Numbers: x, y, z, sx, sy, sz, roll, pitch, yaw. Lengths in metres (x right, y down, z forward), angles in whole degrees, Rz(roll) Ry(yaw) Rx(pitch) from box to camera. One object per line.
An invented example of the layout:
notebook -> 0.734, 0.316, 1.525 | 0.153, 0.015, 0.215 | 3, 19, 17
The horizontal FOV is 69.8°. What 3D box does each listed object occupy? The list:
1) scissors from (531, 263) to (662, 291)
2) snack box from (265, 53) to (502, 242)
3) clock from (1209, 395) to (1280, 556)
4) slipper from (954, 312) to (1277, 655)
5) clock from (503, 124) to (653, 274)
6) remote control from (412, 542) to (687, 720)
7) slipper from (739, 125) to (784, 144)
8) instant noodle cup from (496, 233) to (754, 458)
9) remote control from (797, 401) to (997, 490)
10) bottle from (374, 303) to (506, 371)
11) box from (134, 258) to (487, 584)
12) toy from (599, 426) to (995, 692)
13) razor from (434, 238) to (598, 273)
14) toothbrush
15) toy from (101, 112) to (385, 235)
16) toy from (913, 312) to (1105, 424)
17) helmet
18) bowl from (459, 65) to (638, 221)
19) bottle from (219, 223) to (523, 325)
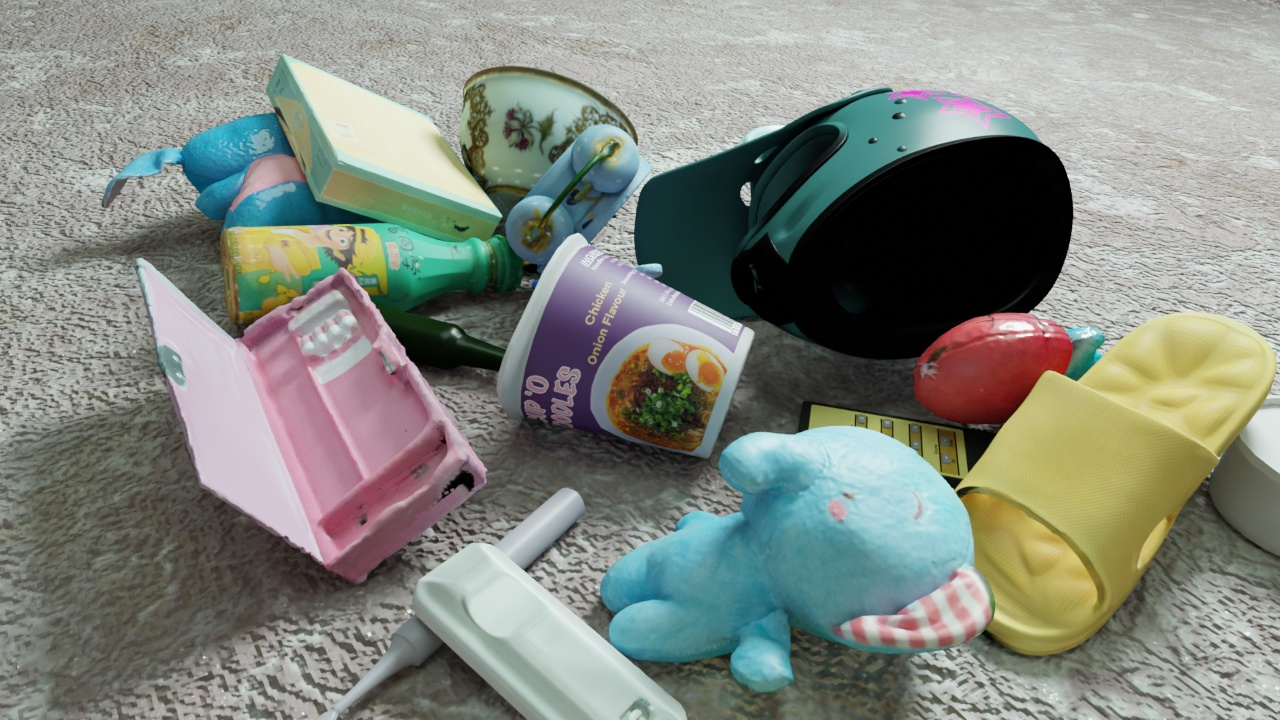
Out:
scissors -> -0.033, -0.057, 0.671 | 0.123, 0.016, 0.125 | -6, 0, 9
snack box -> -0.212, -0.171, 0.749 | 0.141, 0.044, 0.193 | 15, 27, -43
clock -> 0.389, 0.058, 0.547 | 0.120, 0.061, 0.159 | -2, 34, -9
slipper -> 0.255, 0.042, 0.498 | 0.262, 0.078, 0.099 | -36, 43, -22
clock -> -0.046, -0.116, 0.668 | 0.060, 0.118, 0.162 | 41, -1, -8
remote control -> -0.042, 0.130, 0.405 | 0.133, 0.022, 0.050 | 34, 42, 23
slipper -> 0.192, -0.201, 0.928 | 0.115, 0.070, 0.276 | -14, 37, -21
instant noodle cup -> -0.003, 0.003, 0.553 | 0.122, 0.122, 0.136 | 20, 26, 7
remote control -> 0.165, 0.056, 0.570 | 0.133, 0.013, 0.058 | 9, 33, 8
bottle -> -0.136, -0.011, 0.626 | 0.123, 0.033, 0.032 | 14, 34, 14
box -> -0.190, 0.002, 0.509 | 0.106, 0.115, 0.232 | -36, 44, -8
toy -> 0.066, 0.084, 0.442 | 0.180, 0.115, 0.183 | -13, 25, -5
razor -> -0.105, -0.085, 0.754 | 0.144, 0.021, 0.043 | 10, 47, 8
toothbrush -> -0.089, 0.118, 0.442 | 0.018, 0.019, 0.187 | 7, 29, 34
toy -> -0.302, -0.137, 0.743 | 0.223, 0.099, 0.191 | -7, 37, -38
toy -> 0.235, 0.006, 0.576 | 0.132, 0.092, 0.062 | 4, 61, -25
helmet -> 0.148, -0.096, 0.660 | 0.274, 0.176, 0.200 | -17, 24, -15
bowl -> -0.091, -0.171, 0.804 | 0.160, 0.160, 0.093 | 12, 74, 12
bottle -> -0.190, -0.066, 0.672 | 0.209, 0.068, 0.068 | -6, 33, -28
